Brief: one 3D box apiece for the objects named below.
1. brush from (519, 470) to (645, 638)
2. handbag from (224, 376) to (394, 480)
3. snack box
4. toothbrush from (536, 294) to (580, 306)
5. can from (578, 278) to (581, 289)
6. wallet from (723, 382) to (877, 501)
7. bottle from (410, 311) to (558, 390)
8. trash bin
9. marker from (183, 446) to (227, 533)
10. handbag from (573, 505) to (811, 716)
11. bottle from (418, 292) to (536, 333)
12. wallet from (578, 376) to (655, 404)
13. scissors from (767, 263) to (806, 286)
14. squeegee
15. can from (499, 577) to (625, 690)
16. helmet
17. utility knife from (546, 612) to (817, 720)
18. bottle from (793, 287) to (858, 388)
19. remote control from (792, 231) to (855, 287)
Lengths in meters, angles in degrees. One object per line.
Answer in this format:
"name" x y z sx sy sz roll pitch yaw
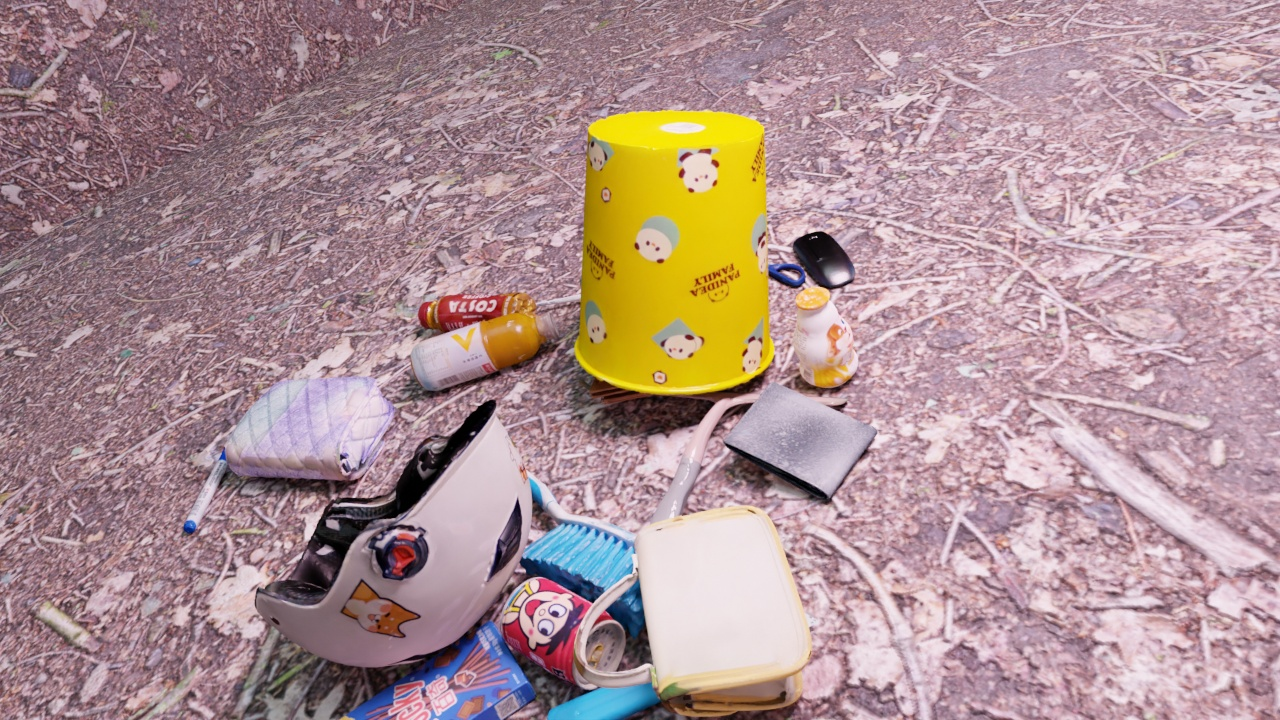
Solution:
"brush" -0.081 0.168 0.899 0.315 0.060 0.109 13 42 42
"handbag" -0.408 0.089 1.147 0.194 0.076 0.133 -2 43 27
"snack box" -0.176 0.299 0.786 0.157 0.026 0.084 -31 36 -15
"toothbrush" -0.086 -0.083 1.268 0.180 0.016 0.016 -10 38 11
"can" -0.018 -0.087 1.183 0.111 0.075 0.075 -20 35 2
"wallet" 0.156 0.076 0.901 0.121 0.019 0.097 27 55 27
"bottle" -0.200 -0.017 1.187 0.189 0.068 0.068 -18 35 4
"trash bin" 0.037 -0.127 1.000 0.229 0.256 0.229 -1 26 0
"marker" -0.548 0.162 1.168 0.017 0.017 0.145 -14 35 9
"handbag" 0.034 0.204 0.734 0.178 0.063 0.163 -7 39 -4
"bottle" -0.230 -0.064 1.274 0.175 0.057 0.057 1 40 28
"wallet" -0.006 0.006 1.078 0.119 0.035 0.130 -9 26 10
"scissors" 0.145 -0.117 1.197 0.163 0.012 0.163 11 45 38
"squeegee" 0.057 0.101 0.926 0.248 0.040 0.248 3 42 30
"can" -0.066 0.233 0.784 0.094 0.066 0.066 17 49 40
"helmet" -0.196 0.175 0.831 0.274 0.157 0.230 -36 12 5
"utility knife" 0.033 0.255 0.746 0.238 0.018 0.034 -23 41 -4
"bottle" 0.190 -0.024 0.963 0.063 0.108 0.063 -14 36 11
"remote control" 0.231 -0.135 1.166 0.053 0.024 0.136 -21 35 1
